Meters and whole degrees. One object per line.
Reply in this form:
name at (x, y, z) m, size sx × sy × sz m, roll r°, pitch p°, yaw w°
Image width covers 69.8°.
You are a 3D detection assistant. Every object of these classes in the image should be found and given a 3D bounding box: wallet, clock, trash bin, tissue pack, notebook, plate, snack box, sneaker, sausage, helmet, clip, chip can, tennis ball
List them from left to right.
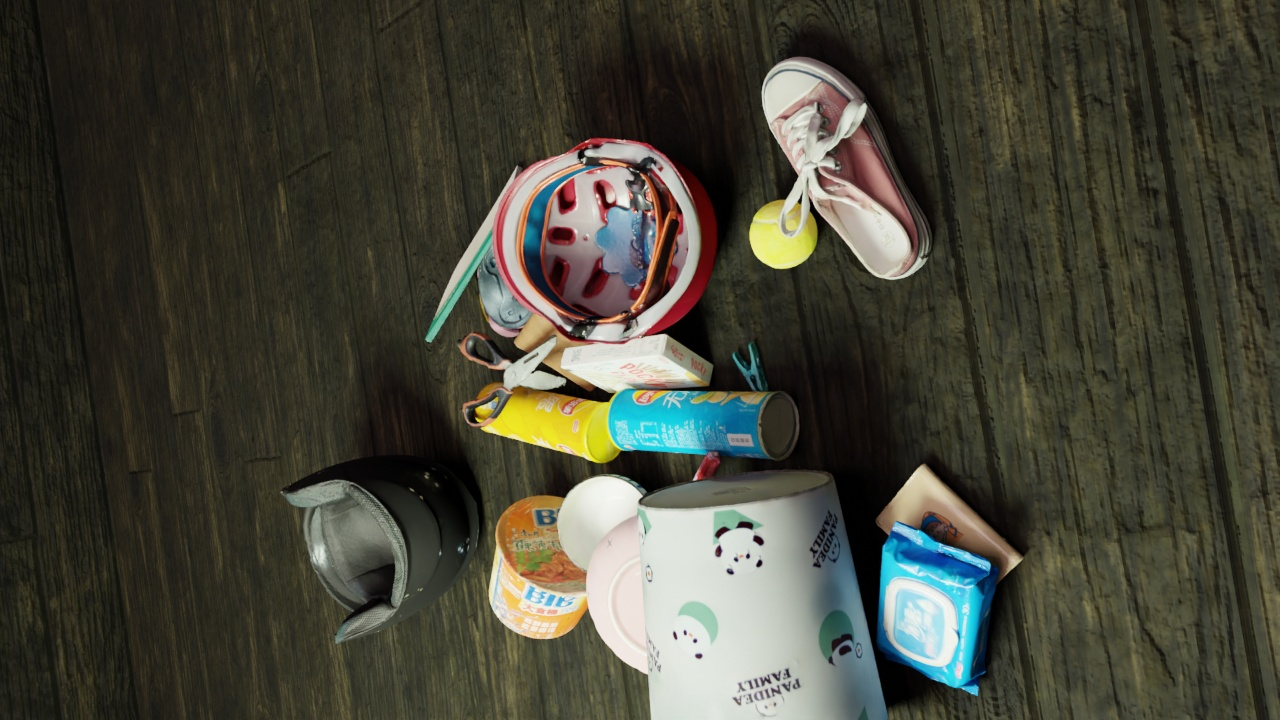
helmet at (-0.362, 0.247, 1.281) m, size 0.276 × 0.229 × 0.233 m, roll -19°, pitch 89°, yaw 50°
notebook at (-0.212, -0.136, 1.178) m, size 0.210 × 0.012 × 0.150 m, roll -51°, pitch 20°, yaw 33°
clock at (-0.159, -0.094, 1.166) m, size 0.159 × 0.059 × 0.117 m, roll -23°, pitch 80°, yaw 40°
chip can at (-0.115, 0.072, 1.137) m, size 0.214 × 0.071 × 0.072 m, roll 9°, pitch 101°, yaw 43°
wallet at (-0.080, -0.025, 1.090) m, size 0.115 × 0.020 × 0.101 m, roll 34°, pitch 125°, yaw -6°
helmet at (-0.023, -0.124, 0.971) m, size 0.240 × 0.143 × 0.207 m, roll 10°, pitch 100°, yaw 31°
snack box at (-0.006, 0.006, 1.019) m, size 0.157 × 0.084 × 0.026 m, roll -6°, pitch 63°, yaw 43°
plate at (0.028, 0.260, 0.993) m, size 0.193 × 0.039 × 0.192 m, roll 2°, pitch 99°, yaw 15°
chip can at (0.061, 0.065, 0.974) m, size 0.211 × 0.071 × 0.071 m, roll -1°, pitch 94°, yaw 42°
sausage at (0.063, 0.131, 0.976) m, size 0.020 × 0.020 × 0.156 m, roll 58°, pitch 157°, yaw 21°
clip at (0.116, 0.011, 0.955) m, size 0.037 × 0.013 × 0.055 m, roll -32°, pitch 72°, yaw 41°
trash bin at (0.105, 0.240, 0.845) m, size 0.230 × 0.229 × 0.252 m, roll -8°, pitch 90°, yaw 43°
tennis ball at (0.138, -0.122, 0.884) m, size 0.066 × 0.065 × 0.065 m, roll 6°, pitch 99°, yaw 42°
sneaker at (0.173, -0.178, 0.829) m, size 0.119 × 0.087 × 0.241 m, roll -39°, pitch 70°, yaw 39°
tissue pack at (0.256, 0.222, 0.804) m, size 0.095 × 0.052 × 0.157 m, roll 18°, pitch 123°, yaw 38°
wallet at (0.271, 0.162, 0.824) m, size 0.115 × 0.024 × 0.087 m, roll 46°, pitch 127°, yaw 26°

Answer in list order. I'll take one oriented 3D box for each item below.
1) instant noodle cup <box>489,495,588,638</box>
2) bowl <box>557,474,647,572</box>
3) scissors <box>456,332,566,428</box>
instant noodle cup at (-0.113, 0.256, 1.113) m, size 0.151 × 0.151 × 0.112 m, roll 45°, pitch 131°, yaw 30°
bowl at (-0.031, 0.188, 1.064) m, size 0.116 × 0.066 × 0.116 m, roll -1°, pitch 88°, yaw 15°
scissors at (-0.166, 0.018, 1.114) m, size 0.224 × 0.015 × 0.189 m, roll 40°, pitch 121°, yaw 37°
